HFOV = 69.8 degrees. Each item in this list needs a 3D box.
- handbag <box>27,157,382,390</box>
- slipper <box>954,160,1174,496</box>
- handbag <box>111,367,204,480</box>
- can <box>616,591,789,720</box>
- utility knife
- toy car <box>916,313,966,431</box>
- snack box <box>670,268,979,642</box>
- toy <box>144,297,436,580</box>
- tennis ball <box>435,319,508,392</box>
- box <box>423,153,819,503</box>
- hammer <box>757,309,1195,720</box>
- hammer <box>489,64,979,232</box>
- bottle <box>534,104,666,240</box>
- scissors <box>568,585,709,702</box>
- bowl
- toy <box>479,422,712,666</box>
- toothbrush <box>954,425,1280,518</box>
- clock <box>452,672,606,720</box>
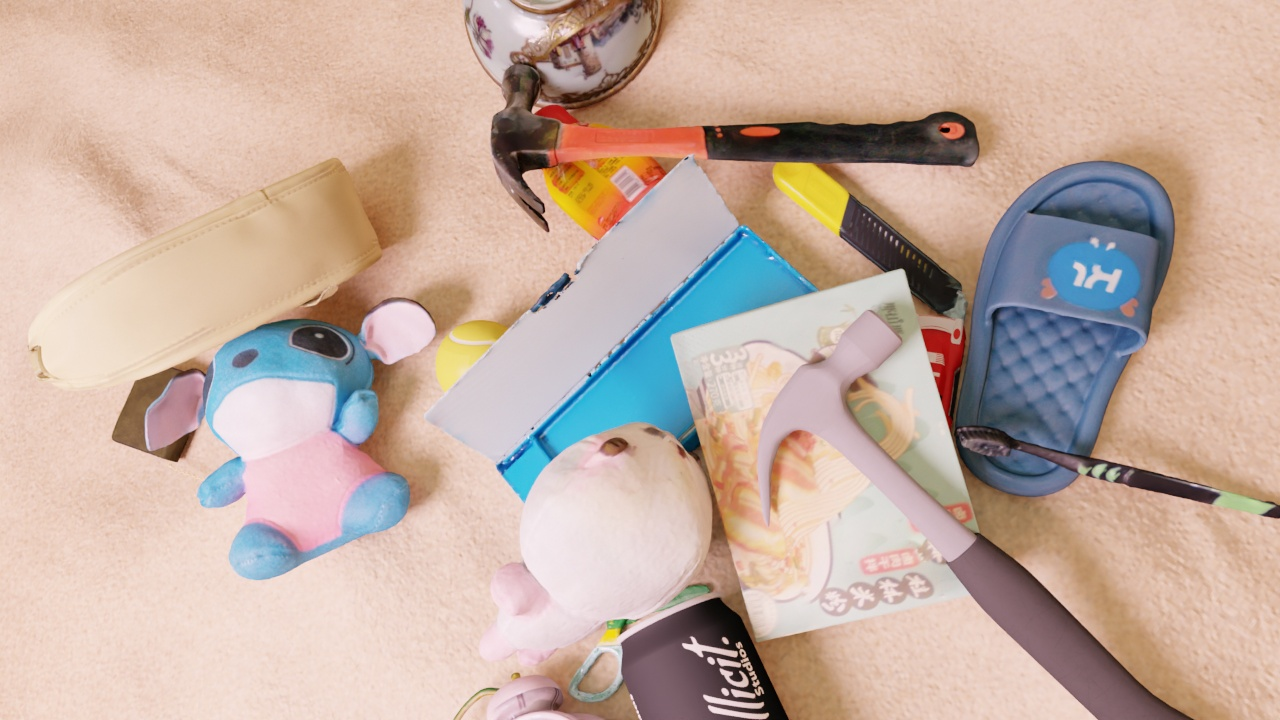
[{"bbox_3d":[-0.317,-0.056,0.683,0.191,0.232,0.088,-15,110,38],"label":"handbag"},{"bbox_3d":[0.249,-0.023,0.550,0.104,0.059,0.213,20,86,14],"label":"slipper"},{"bbox_3d":[-0.339,0.058,0.745,0.178,0.027,0.084,15,78,16],"label":"handbag"},{"bbox_3d":[0.047,0.218,0.537,0.080,0.080,0.146,-29,69,8],"label":"can"},{"bbox_3d":[0.156,-0.084,0.623,0.029,0.020,0.174,-45,65,3],"label":"utility knife"},{"bbox_3d":[0.181,0.017,0.582,0.038,0.025,0.089,9,78,20],"label":"toy car"},{"bbox_3d":[0.113,0.057,0.553,0.141,0.044,0.193,-16,89,10],"label":"snack box"},{"bbox_3d":[-0.240,0.050,0.675,0.224,0.099,0.191,-22,72,-6],"label":"toy"},{"bbox_3d":[-0.114,0.003,0.660,0.065,0.065,0.065,-5,73,16],"label":"tennis ball"},{"bbox_3d":[-0.004,0.003,0.599,0.243,0.113,0.114,-44,66,2],"label":"box"},{"bbox_3d":[0.190,0.122,0.503,0.311,0.029,0.125,45,97,6],"label":"hammer"},{"bbox_3d":[0.060,-0.151,0.634,0.333,0.033,0.132,0,59,6],"label":"hammer"},{"bbox_3d":[-0.035,-0.140,0.685,0.071,0.048,0.134,-46,67,-1],"label":"bottle"},{"bbox_3d":[-0.011,0.173,0.607,0.131,0.012,0.112,-14,73,12],"label":"scissors"},{"bbox_3d":[-0.063,-0.279,0.683,0.160,0.094,0.160,0,91,2],"label":"bowl"},{"bbox_3d":[-0.028,0.118,0.549,0.180,0.138,0.101,-49,60,17],"label":"toy"},{"bbox_3d":[0.272,0.065,0.519,0.188,0.017,0.014,14,118,5],"label":"toothbrush"},{"bbox_3d":[-0.064,0.262,0.561,0.158,0.059,0.116,27,75,41],"label":"clock"}]
